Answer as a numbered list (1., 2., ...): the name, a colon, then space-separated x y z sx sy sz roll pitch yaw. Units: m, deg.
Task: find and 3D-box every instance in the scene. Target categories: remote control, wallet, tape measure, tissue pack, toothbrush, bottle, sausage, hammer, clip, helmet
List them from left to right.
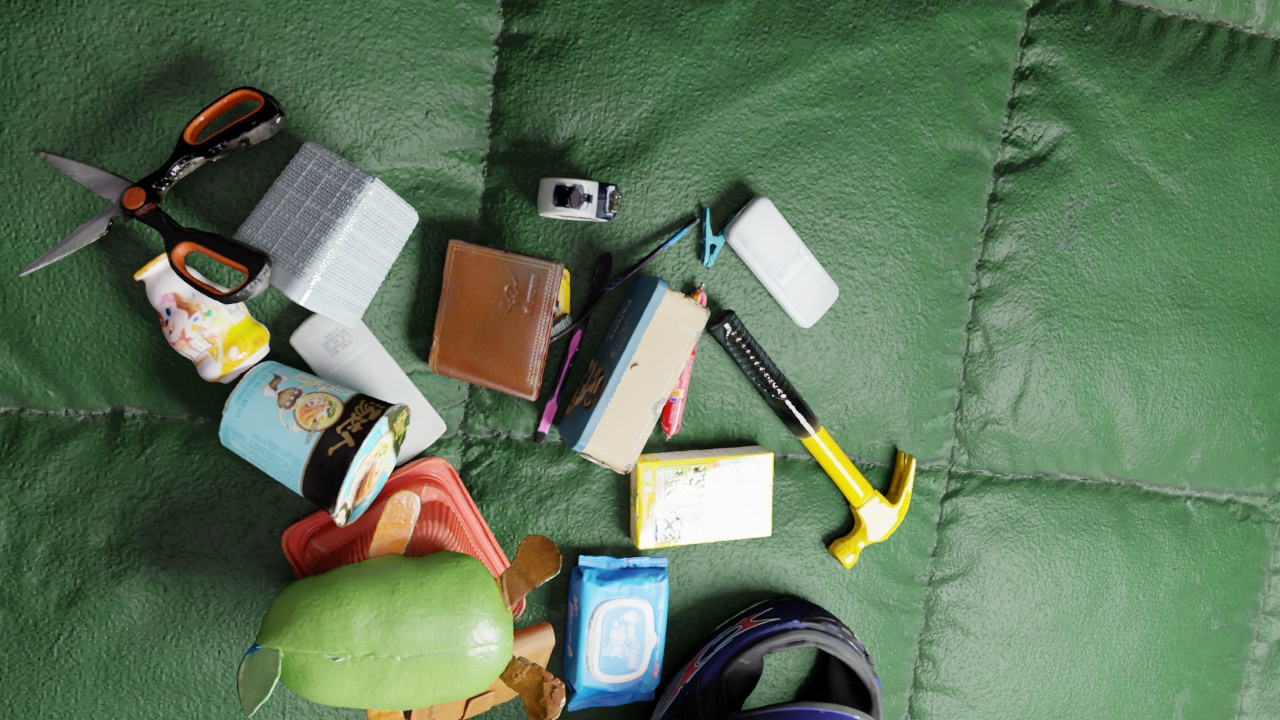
1. bottle: -0.350 -0.035 0.730 0.063 0.063 0.108 -39 107 -7
2. remote control: -0.235 0.020 0.794 0.058 0.021 0.150 -37 107 -6
3. wallet: -0.147 0.288 0.827 0.131 0.031 0.108 -11 139 -29
4. wallet: -0.125 -0.036 0.791 0.101 0.032 0.124 13 99 6
5. tape measure: -0.089 -0.055 0.820 0.057 0.029 0.060 -1 99 -15
6. toothbrush: -0.063 -0.011 0.846 0.014 0.018 0.189 19 97 -19
7. tape measure: -0.056 -0.139 0.795 0.066 0.066 0.033 3 94 -19
8. tissue pack: -0.023 0.263 0.881 0.095 0.052 0.157 3 99 -16
9. toothbrush: -0.015 -0.077 0.831 0.189 0.014 0.016 -40 108 -16
10. sausage: 0.041 0.001 0.873 0.020 0.020 0.156 10 96 -18
11. clip: 0.068 -0.115 0.864 0.034 0.013 0.054 10 97 -17
12. helmet: 0.128 0.398 0.851 0.247 0.240 0.315 39 87 -20
13. remote control: 0.136 -0.093 0.878 0.056 0.020 0.136 -48 114 -8
14. hammer: 0.168 0.068 0.913 0.128 0.033 0.301 -43 108 -6

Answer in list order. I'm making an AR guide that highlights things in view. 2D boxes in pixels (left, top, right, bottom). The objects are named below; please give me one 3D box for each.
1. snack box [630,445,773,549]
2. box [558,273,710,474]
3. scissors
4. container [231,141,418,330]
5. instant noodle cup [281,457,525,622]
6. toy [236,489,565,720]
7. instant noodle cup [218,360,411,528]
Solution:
1. snack box: 0.060 0.132 0.894 0.140 0.034 0.087 -3 100 -17
2. box: -0.005 0.005 0.824 0.061 0.090 0.184 25 89 -18
3. scissors: -0.353 -0.118 0.687 0.234 0.022 0.221 -44 74 -8
4. container: -0.246 -0.100 0.724 0.090 0.090 0.111 31 87 18
5. instant noodle cup: -0.202 0.198 0.805 0.164 0.079 0.189 -28 111 -6
6. toy: -0.182 0.213 0.724 0.246 0.090 0.227 2 92 -10
7. instant noodle cup: -0.267 0.060 0.741 0.120 0.111 0.111 25 92 3
